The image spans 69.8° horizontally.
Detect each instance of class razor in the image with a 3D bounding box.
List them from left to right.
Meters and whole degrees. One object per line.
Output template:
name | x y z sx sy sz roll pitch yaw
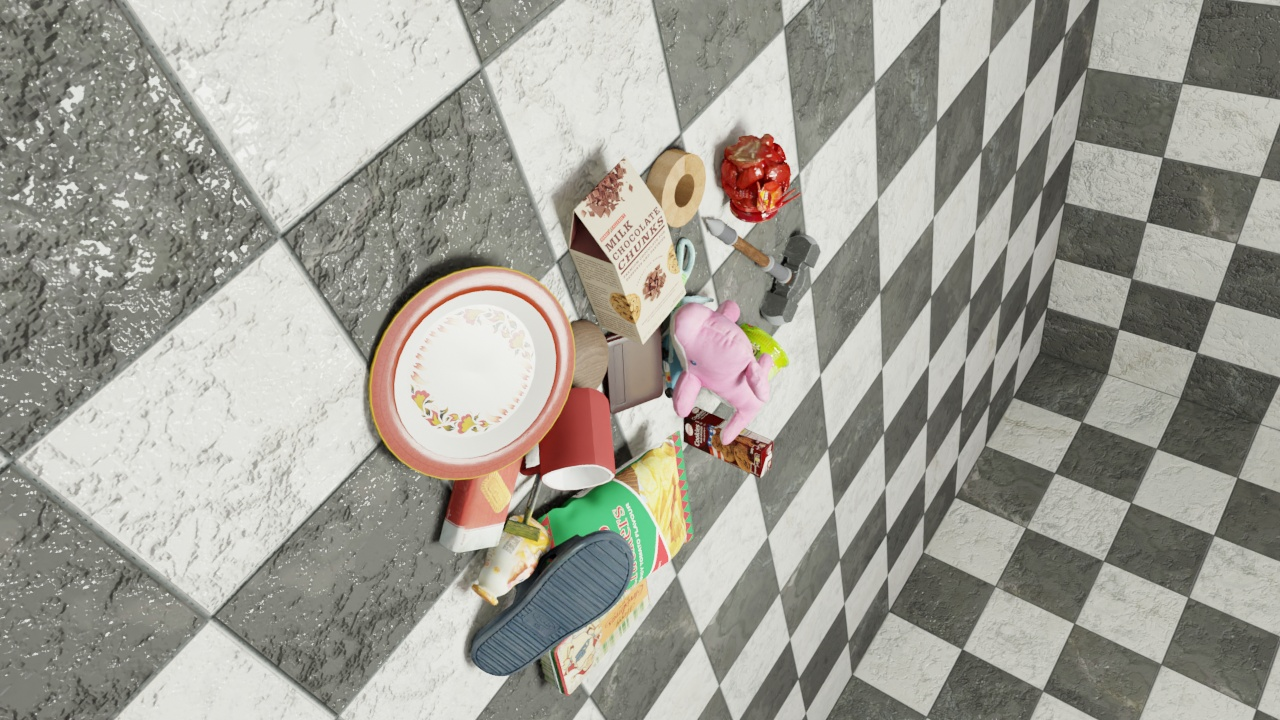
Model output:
razor | -0.131 0.169 1.112 0.105 0.042 0.026 -77 -177 -47

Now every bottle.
bottle | -0.158 0.242 1.113 0.108 0.063 0.063 -53 146 -20
bottle | 0.159 -0.244 1.236 0.098 0.099 0.111 -47 150 -29

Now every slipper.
slipper | -0.110 0.296 1.161 0.101 0.082 0.264 41 106 -19

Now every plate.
plate | -0.170 0.014 0.945 0.229 0.021 0.230 -15 117 -32

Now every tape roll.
tape roll | 0.044 -0.216 1.152 0.093 0.027 0.094 -34 136 -41

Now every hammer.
hammer | 0.174 -0.158 1.379 0.322 0.043 0.156 21 92 -56

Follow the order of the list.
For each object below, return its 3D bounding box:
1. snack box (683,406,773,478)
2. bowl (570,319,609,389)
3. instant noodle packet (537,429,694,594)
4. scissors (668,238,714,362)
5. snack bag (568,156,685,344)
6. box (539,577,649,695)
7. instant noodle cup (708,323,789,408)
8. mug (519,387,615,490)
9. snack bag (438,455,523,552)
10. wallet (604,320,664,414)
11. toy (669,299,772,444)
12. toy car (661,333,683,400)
snack box | 0.132 0.123 1.396 0.031 0.141 0.051 -36 137 -40
bowl | -0.074 0.010 1.120 0.117 0.030 0.118 -34 136 -41
instant noodle packet | -0.024 0.235 1.272 0.252 0.090 0.196 -29 125 -33
scissors | 0.048 -0.080 1.243 0.171 0.021 0.172 -11 107 -48
snack bag | -0.020 -0.128 1.072 0.094 0.070 0.206 -50 145 -24
box | -0.067 0.384 1.358 0.204 0.050 0.118 -40 141 -38
instant noodle cup | 0.160 0.014 1.422 0.107 0.099 0.099 -49 145 -14
mug | -0.092 0.096 1.083 0.080 0.116 0.096 51 28 -60
snack bag | -0.166 0.107 1.037 0.077 0.041 0.225 1 110 -55
wallet | -0.007 0.007 1.210 0.091 0.018 0.116 -19 125 -30
toy | 0.129 0.013 1.265 0.186 0.128 0.265 -60 142 -15
toy car | 0.050 0.009 1.300 0.060 0.027 0.108 -26 118 -39
